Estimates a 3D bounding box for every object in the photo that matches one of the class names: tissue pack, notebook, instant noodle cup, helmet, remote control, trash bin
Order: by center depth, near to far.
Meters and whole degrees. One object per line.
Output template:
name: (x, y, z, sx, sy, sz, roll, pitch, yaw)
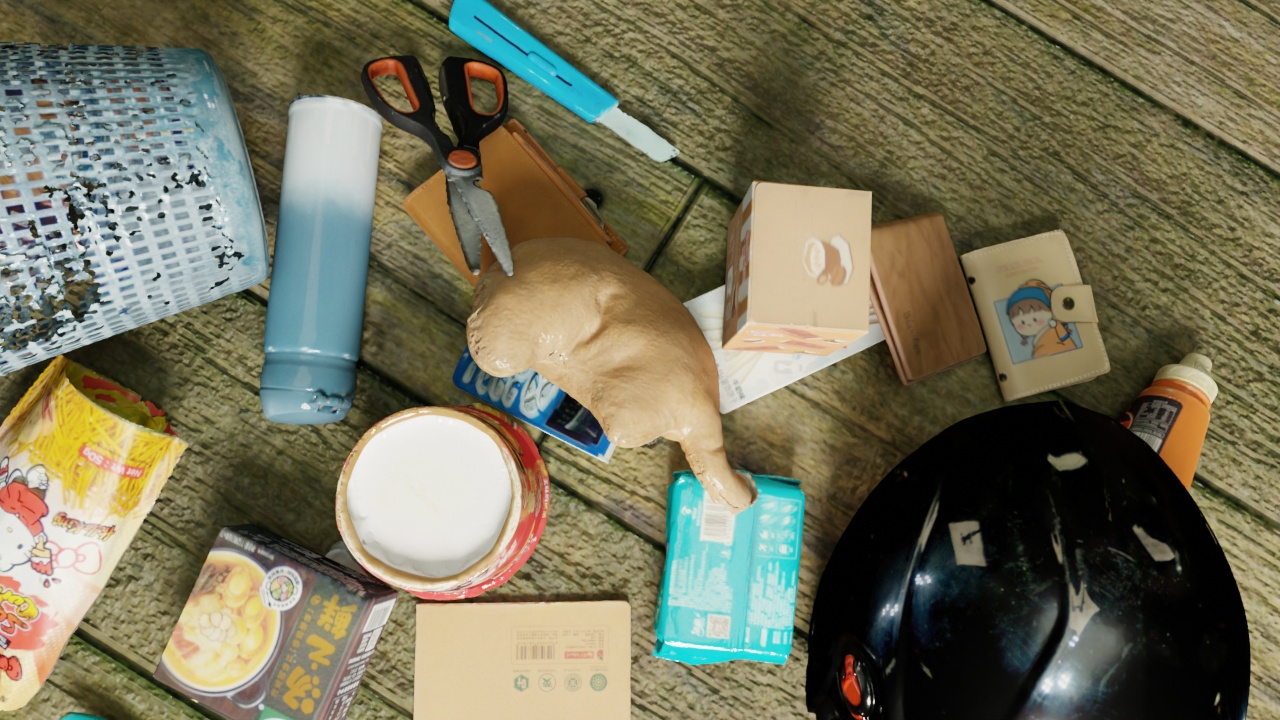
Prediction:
helmet: (0.230, 0.163, 0.544, 0.233, 0.231, 0.274, 5, 42, -4)
trash bin: (-0.342, -0.100, 0.556, 0.194, 0.227, 0.226, -15, 83, -23)
instant noodle cup: (-0.127, 0.090, 0.588, 0.138, 0.109, 0.138, 1, 82, -4)
notebook: (-0.079, 0.268, 0.615, 0.148, 0.008, 0.207, 0, 81, -4)
tissue pack: (0.060, 0.141, 0.623, 0.093, 0.050, 0.133, 7, 81, -5)
remote control: (-0.068, 0.023, 0.644, 0.125, 0.024, 0.049, 27, 81, -2)

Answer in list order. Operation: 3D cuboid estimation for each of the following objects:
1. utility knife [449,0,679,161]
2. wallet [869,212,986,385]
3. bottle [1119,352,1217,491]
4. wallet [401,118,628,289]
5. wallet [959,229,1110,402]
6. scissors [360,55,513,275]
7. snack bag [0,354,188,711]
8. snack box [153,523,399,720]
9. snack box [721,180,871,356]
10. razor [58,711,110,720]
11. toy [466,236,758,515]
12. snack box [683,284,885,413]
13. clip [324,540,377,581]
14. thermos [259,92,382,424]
utility knife: (-0.057, -0.208, 0.684, 0.203, 0.018, 0.034, 35, 80, 0)
wallet: (0.199, -0.047, 0.654, 0.101, 0.020, 0.115, -17, 85, -39)
bottle: (0.370, 0.055, 0.656, 0.067, 0.067, 0.149, 36, 73, 2)
wallet: (-0.088, -0.096, 0.658, 0.107, 0.031, 0.132, -42, 88, -7)
wallet: (0.295, -0.035, 0.682, 0.087, 0.024, 0.115, -15, 82, -1)
scissors: (-0.135, -0.135, 0.606, 0.161, 0.022, 0.233, 13, 47, -5)
snack bag: (-0.395, 0.108, 0.595, 0.128, 0.073, 0.208, 35, 88, 1)
snack box: (-0.231, 0.183, 0.580, 0.113, 0.053, 0.125, 22, 85, 10)
snack box: (0.101, -0.057, 0.606, 0.077, 0.094, 0.092, 5, 81, -4)
razor: (-0.308, 0.254, 0.590, 0.132, 0.028, 0.043, 22, 57, -4)
toy: (-0.004, 0.003, 0.594, 0.226, 0.083, 0.143, 33, 48, -4)
snack box: (0.111, -0.031, 0.665, 0.156, 0.027, 0.084, -24, 84, -7)
clip: (-0.192, 0.148, 0.622, 0.024, 0.026, 0.056, -36, 99, -6)
thermos: (-0.220, -0.067, 0.627, 0.070, 0.070, 0.220, 4, 82, -4)
